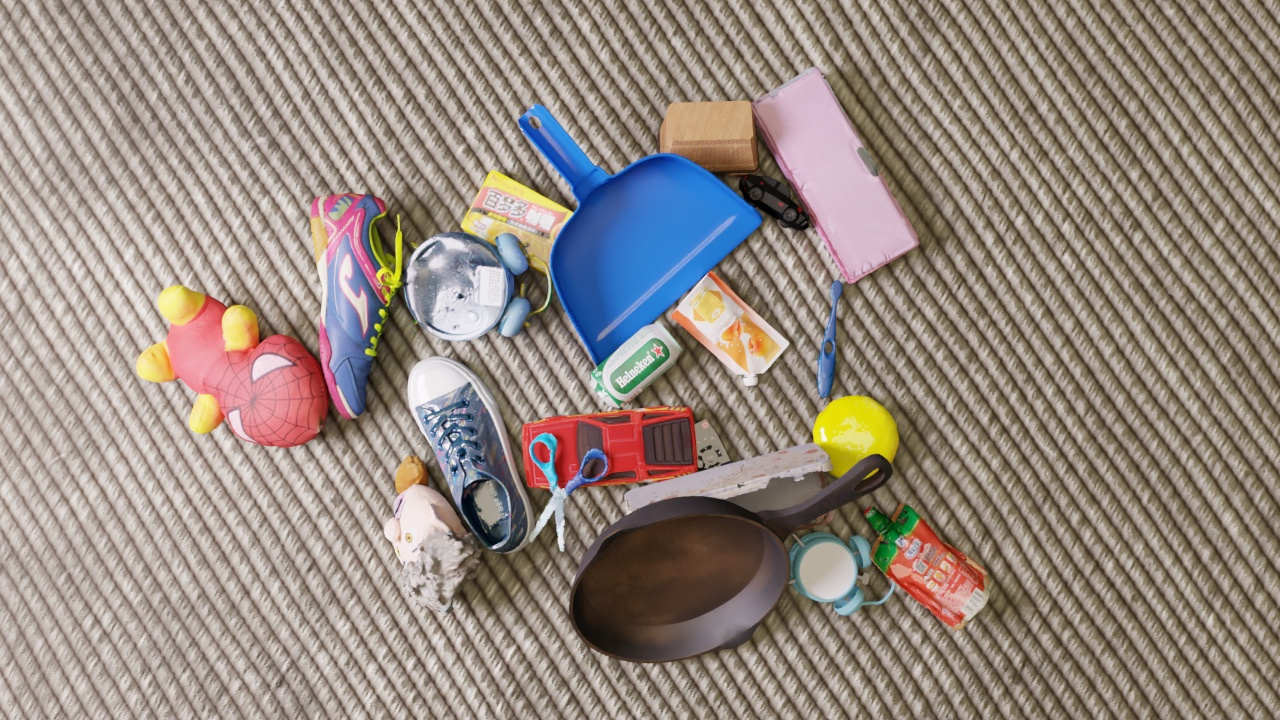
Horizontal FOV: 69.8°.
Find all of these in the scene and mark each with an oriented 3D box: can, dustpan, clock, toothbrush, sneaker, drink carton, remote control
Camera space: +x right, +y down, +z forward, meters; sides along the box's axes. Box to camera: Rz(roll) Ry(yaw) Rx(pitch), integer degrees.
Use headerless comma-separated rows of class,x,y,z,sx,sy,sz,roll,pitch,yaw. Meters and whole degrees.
can,-0.006,0.006,1.004,0.101,0.053,0.053,-41,87,-1
dustpan,-0.034,-0.161,0.973,0.245,0.059,0.257,-42,103,1
clock,0.217,0.230,0.997,0.123,0.042,0.087,14,87,-3
clock,-0.176,-0.081,0.996,0.162,0.060,0.118,5,101,8
toothbrush,0.211,-0.024,1.021,0.021,0.016,0.132,7,89,2
sneaker,-0.298,-0.058,0.987,0.091,0.116,0.242,-4,98,-12
drink carton,0.100,-0.033,1.017,0.122,0.039,0.069,42,87,-3
sneaker,-0.182,0.100,0.989,0.087,0.079,0.235,-26,87,0
remote control,0.087,0.126,1.016,0.039,0.010,0.124,-26,86,0

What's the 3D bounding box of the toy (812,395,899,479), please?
toy,0.235,0.085,1.001,0.094,0.041,0.095,14,86,4

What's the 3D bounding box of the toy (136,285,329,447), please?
toy,-0.426,0.014,0.987,0.216,0.098,0.148,31,114,4

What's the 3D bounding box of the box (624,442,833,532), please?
box,0.096,0.159,0.972,0.216,0.095,0.108,-14,111,-1

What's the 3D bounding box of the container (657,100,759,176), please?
container,0.075,-0.245,1.005,0.114,0.061,0.063,-1,70,1

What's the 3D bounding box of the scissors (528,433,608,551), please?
scissors,-0.076,0.144,0.974,0.103,0.015,0.133,-1,91,13

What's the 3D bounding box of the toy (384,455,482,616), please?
toy,-0.231,0.183,0.974,0.076,0.133,0.175,-4,60,-41

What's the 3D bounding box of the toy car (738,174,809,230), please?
toy car,0.151,-0.177,1.016,0.092,0.042,0.036,32,90,3

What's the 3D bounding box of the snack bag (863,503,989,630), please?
snack bag,0.303,0.213,0.988,0.155,0.044,0.087,41,61,1

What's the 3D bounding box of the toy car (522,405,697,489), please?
toy car,-0.034,0.095,1.001,0.189,0.056,0.081,-6,85,4

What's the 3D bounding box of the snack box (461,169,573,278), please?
snack box,-0.117,-0.145,1.029,0.152,0.025,0.075,29,88,3

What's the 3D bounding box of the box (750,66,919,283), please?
box,0.213,-0.205,1.016,0.098,0.046,0.233,-28,87,-1

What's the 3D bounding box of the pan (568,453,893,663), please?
pan,0.090,0.186,0.923,0.356,0.043,0.248,-34,127,13
